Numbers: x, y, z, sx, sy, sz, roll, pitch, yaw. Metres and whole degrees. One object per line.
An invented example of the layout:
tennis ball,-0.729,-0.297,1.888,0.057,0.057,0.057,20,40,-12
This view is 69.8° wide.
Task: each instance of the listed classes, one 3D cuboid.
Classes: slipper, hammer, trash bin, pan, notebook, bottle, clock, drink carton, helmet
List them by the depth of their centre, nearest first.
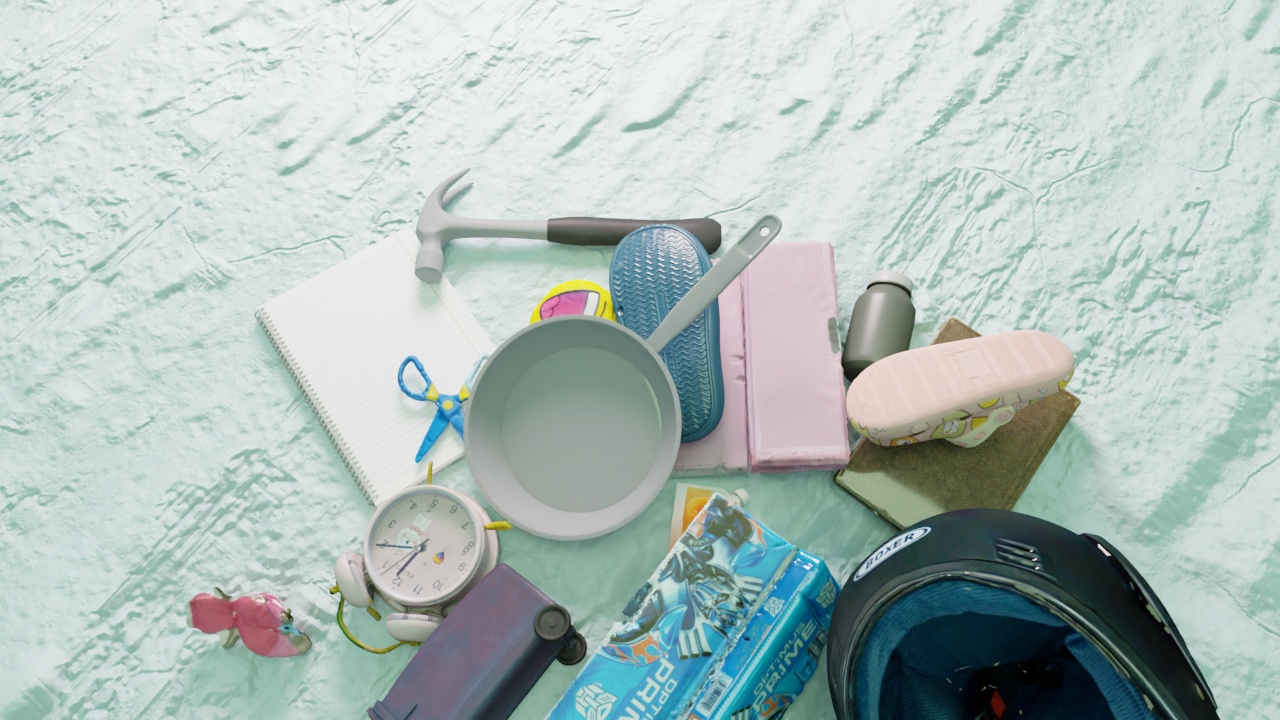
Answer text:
helmet,0.285,0.261,0.669,0.249,0.235,0.316,-40,70,16
trash bin,-0.130,0.258,0.745,0.092,0.094,0.160,33,69,22
clock,-0.196,0.178,0.795,0.117,0.059,0.157,34,72,13
slipper,0.281,0.034,0.814,0.197,0.081,0.093,-17,37,3
pan,-0.005,0.005,0.818,0.356,0.051,0.201,-44,75,3
drink carton,0.059,0.168,0.820,0.069,0.039,0.122,7,61,3
notebook,0.311,0.090,0.852,0.190,0.034,0.215,38,72,13
slipper,0.034,-0.029,0.864,0.104,0.059,0.213,-16,77,22
bottle,0.232,-0.030,0.887,0.060,0.060,0.108,16,68,6
notebook,-0.242,-0.001,0.895,0.177,0.013,0.245,-32,71,-15
hammer,-0.072,-0.136,0.942,0.311,0.030,0.124,1,63,-2

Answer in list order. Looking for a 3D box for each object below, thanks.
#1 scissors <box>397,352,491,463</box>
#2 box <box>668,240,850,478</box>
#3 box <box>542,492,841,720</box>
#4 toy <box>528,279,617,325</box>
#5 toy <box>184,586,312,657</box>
scissors,-0.176,0.039,0.868,0.127,0.015,0.125,-31,75,-13
box,0.103,-0.005,0.872,0.179,0.039,0.232,-5,66,9
box,0.061,0.248,0.734,0.170,0.071,0.243,44,71,-13
toy,-0.062,-0.034,0.895,0.094,0.041,0.095,19,71,11
toy,-0.332,0.216,0.783,0.102,0.066,0.050,7,35,5
